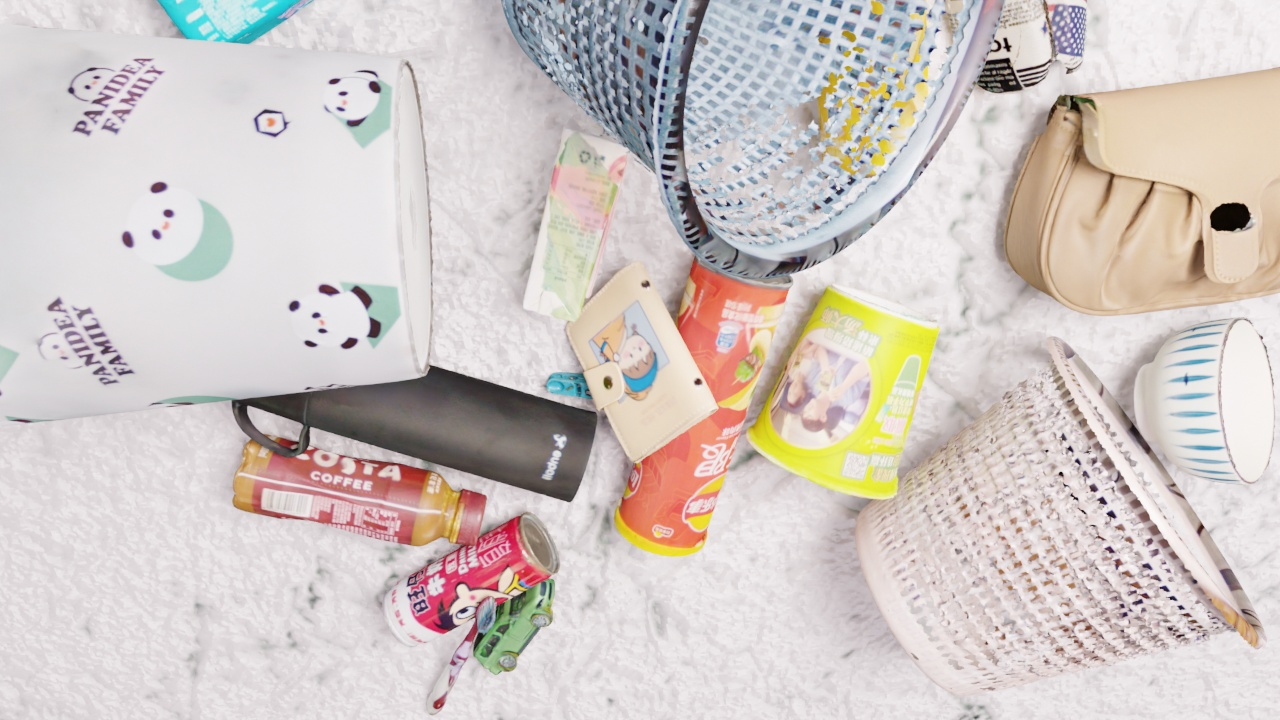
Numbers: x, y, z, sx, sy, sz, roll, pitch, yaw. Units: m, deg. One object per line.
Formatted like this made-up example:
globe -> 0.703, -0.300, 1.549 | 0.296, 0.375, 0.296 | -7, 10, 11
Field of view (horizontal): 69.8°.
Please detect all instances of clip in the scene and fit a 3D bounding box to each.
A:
clip -> -0.041, 0.018, 0.668 | 0.056, 0.039, 0.014 | 7, 112, 4

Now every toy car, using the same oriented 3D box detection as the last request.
toy car -> -0.099, 0.210, 0.734 | 0.036, 0.043, 0.091 | 35, 107, -16

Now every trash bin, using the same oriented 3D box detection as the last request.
trash bin -> -0.252, -0.075, 0.519 | 0.252, 0.229, 0.230 | -2, 113, -8
trash bin -> 0.039, -0.186, 0.467 | 0.226, 0.195, 0.227 | -27, 138, -27
trash bin -> 0.269, 0.127, 0.638 | 0.193, 0.226, 0.227 | -37, 110, 26

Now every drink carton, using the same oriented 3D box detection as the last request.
drink carton -> -0.042, -0.092, 0.602 | 0.045, 0.053, 0.123 | 13, 113, -8

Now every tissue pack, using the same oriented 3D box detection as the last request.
tissue pack -> -0.232, -0.243, 0.531 | 0.133, 0.050, 0.093 | -28, 113, 9

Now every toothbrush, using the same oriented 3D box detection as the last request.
toothbrush -> -0.144, 0.242, 0.731 | 0.016, 0.017, 0.188 | 8, 134, -24

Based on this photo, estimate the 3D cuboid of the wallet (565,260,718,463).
wallet -> -0.004, 0.004, 0.623 | 0.087, 0.024, 0.115 | -37, 73, 33

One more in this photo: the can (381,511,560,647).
can -> -0.132, 0.171, 0.711 | 0.133, 0.053, 0.053 | -30, 111, 10

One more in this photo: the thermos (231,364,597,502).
thermos -> -0.159, 0.045, 0.649 | 0.242, 0.068, 0.090 | 16, 105, -8

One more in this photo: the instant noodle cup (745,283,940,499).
instant noodle cup -> 0.146, 0.016, 0.633 | 0.111, 0.111, 0.123 | 17, 104, -10

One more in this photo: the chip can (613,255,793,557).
chip can -> 0.043, 0.032, 0.650 | 0.073, 0.073, 0.217 | 14, 111, -8

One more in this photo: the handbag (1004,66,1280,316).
handbag -> 0.349, -0.104, 0.588 | 0.204, 0.099, 0.148 | -9, 110, -3

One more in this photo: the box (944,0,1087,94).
box -> 0.232, -0.249, 0.551 | 0.088, 0.076, 0.163 | -28, 110, -17

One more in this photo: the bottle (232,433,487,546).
bottle -> -0.203, 0.100, 0.675 | 0.175, 0.057, 0.057 | 14, 112, -8

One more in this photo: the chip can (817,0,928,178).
chip can -> 0.135, -0.221, 0.546 | 0.072, 0.072, 0.213 | -9, 114, 1

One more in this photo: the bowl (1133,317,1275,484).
bowl -> 0.398, 0.029, 0.655 | 0.066, 0.116, 0.116 | -5, 123, 49
